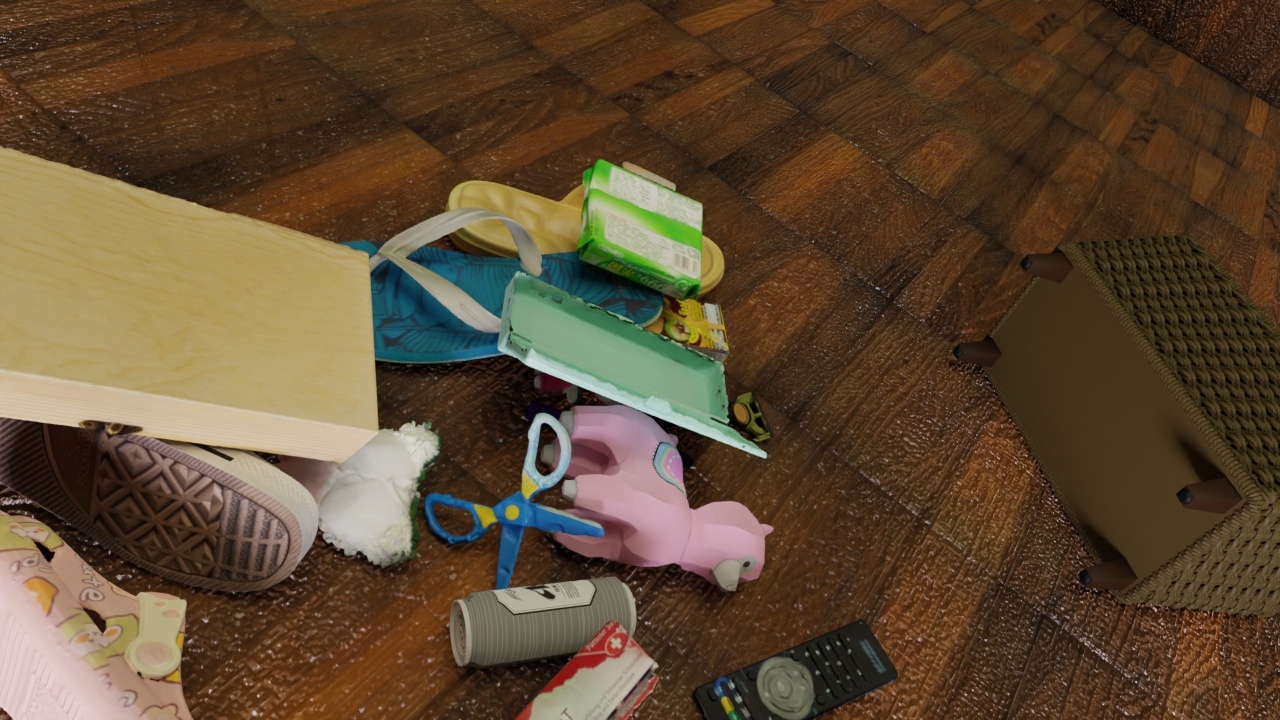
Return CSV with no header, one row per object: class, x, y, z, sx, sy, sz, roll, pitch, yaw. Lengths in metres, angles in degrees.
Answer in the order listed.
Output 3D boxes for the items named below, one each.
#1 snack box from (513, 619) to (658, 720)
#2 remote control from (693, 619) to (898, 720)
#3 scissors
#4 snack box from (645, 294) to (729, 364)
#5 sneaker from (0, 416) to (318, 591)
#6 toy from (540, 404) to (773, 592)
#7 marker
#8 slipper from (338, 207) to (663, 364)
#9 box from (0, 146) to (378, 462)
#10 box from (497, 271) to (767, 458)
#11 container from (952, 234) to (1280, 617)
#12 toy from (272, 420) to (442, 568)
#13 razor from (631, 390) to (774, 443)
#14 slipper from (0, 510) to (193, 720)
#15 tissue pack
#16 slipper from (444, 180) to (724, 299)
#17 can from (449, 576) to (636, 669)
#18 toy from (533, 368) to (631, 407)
snack box,-0.092,0.236,0.439,0.044,0.077,0.272,42,44,12
remote control,0.102,0.212,0.597,0.140,0.021,0.045,-11,53,-28
scissors,-0.079,0.093,0.579,0.125,0.127,0.013,10,-1,18
snack box,0.000,-0.032,0.780,0.148,0.026,0.061,10,46,-17
sneaker,-0.291,0.041,0.535,0.245,0.091,0.097,26,26,2
toy,0.012,0.096,0.633,0.157,0.067,0.123,15,42,-18
marker,-0.023,0.057,0.688,0.134,0.015,0.018,19,12,-8
slipper,-0.119,-0.058,0.699,0.294,0.060,0.118,-3,60,-17
box,-0.290,-0.052,0.507,0.247,0.119,0.253,16,14,-42
box,-0.008,0.011,0.647,0.187,0.055,0.138,23,26,-22
container,0.447,0.048,0.814,0.204,0.177,0.320,2,48,-20
toy,-0.184,0.076,0.575,0.109,0.041,0.095,15,58,-8
razor,0.043,0.045,0.718,0.144,0.021,0.044,-1,57,-33
slipper,-0.255,0.142,0.446,0.197,0.093,0.081,41,34,15
tissue pack,0.003,-0.107,0.748,0.114,0.034,0.099,20,52,-20
slipper,-0.037,-0.117,0.808,0.263,0.079,0.099,9,48,-19
can,-0.058,0.158,0.554,0.106,0.044,0.044,0,49,-26
toy,-0.030,0.009,0.712,0.102,0.050,0.065,6,51,-14
